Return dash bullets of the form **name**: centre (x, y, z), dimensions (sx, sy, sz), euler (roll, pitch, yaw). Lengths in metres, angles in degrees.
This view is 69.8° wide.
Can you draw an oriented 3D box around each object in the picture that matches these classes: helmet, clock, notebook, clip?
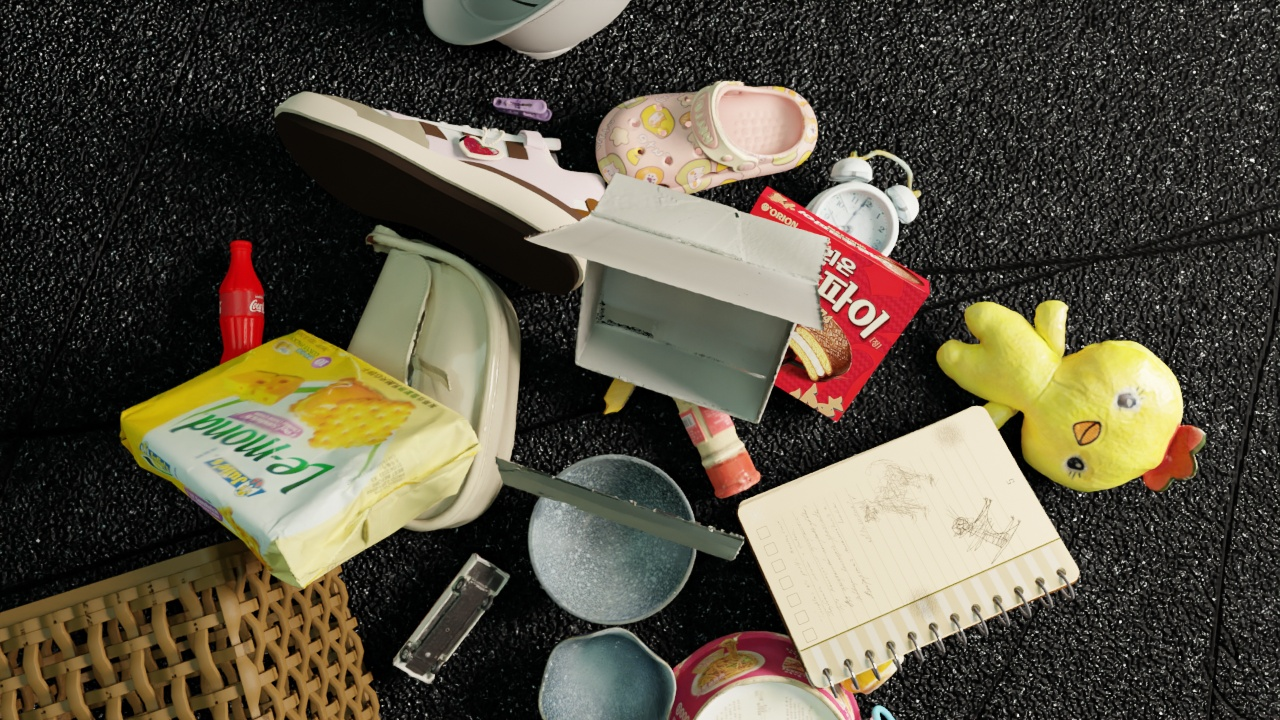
- **helmet**: centre (-0.056, -0.340, 0.783), dimensions (0.183, 0.118, 0.271), euler (29, 79, 33)
- **clock**: centre (0.186, -0.124, 0.786), dimensions (0.083, 0.057, 0.117), euler (32, 93, 3)
- **notebook**: centre (0.210, 0.148, 0.730), dimensions (0.225, 0.024, 0.167), euler (-23, 67, 0)
- **clip**: centre (-0.105, -0.225, 0.815), dimensions (0.051, 0.032, 0.013), euler (10, 86, 3)

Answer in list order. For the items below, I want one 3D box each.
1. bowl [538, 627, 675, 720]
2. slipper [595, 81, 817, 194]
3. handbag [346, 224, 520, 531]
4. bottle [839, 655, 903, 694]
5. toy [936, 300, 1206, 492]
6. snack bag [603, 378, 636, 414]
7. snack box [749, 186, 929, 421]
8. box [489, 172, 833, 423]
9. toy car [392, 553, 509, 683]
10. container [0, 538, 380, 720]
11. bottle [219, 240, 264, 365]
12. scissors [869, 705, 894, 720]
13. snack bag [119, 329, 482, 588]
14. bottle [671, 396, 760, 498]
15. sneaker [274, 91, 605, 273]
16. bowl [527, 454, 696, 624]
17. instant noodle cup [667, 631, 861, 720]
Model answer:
- **bowl**: centre (-0.027, 0.267, 0.757), dimensions (0.110, 0.055, 0.110), euler (0, 93, 1)
- **slipper**: centre (0.060, -0.198, 0.776), dimensions (0.197, 0.082, 0.093), euler (-12, 81, -8)
- **handbag**: centre (-0.189, 0.015, 0.751), dimensions (0.184, 0.132, 0.229), euler (21, 84, 9)
- **bottle**: centre (0.162, 0.219, 0.759), dimensions (0.063, 0.063, 0.109), euler (-44, 74, -3)
- **toy**: centre (0.351, 0.028, 0.759), dimensions (0.208, 0.092, 0.134), euler (30, 119, 9)
- **snack bag**: centre (-0.005, 0.005, 0.795), dimensions (0.020, 0.026, 0.099), euler (30, 85, 3)
- **snack box**: centre (0.134, -0.045, 0.761), dimensions (0.152, 0.035, 0.133), euler (31, 116, 3)
- **box**: centre (0.028, -0.030, 0.611), dimensions (0.167, 0.329, 0.165), euler (17, 99, 6)
- **toy car**: centre (-0.160, 0.215, 0.775), dimensions (0.039, 0.039, 0.113), euler (39, 88, -23)
- **container**: centre (-0.357, 0.265, 0.681), dimensions (0.251, 0.219, 0.214), euler (-18, 86, -1)
- **bottle**: centre (-0.346, -0.044, 0.797), dimensions (0.036, 0.036, 0.119), euler (-3, 85, 0)
- **scissors**: centre (0.209, 0.353, 0.736), dimensions (0.015, 0.129, 0.135), euler (-40, 71, 35)
- **snack bag**: centre (-0.246, 0.063, 0.656), dimensions (0.247, 0.068, 0.159), euler (23, 42, 34)
- **bottle**: centre (0.062, 0.061, 0.782), dimensions (0.044, 0.044, 0.109), euler (-25, 85, -2)
- **sneaker**: centre (-0.160, -0.173, 0.782), dimensions (0.294, 0.112, 0.116), euler (24, 64, 4)
- **bowl**: centre (-0.023, 0.147, 0.768), dimensions (0.137, 0.057, 0.137), euler (0, 86, 0)
- **instant noodle cup**: centre (0.100, 0.317, 0.744), dimensions (0.178, 0.078, 0.178), euler (0, 85, 1)
